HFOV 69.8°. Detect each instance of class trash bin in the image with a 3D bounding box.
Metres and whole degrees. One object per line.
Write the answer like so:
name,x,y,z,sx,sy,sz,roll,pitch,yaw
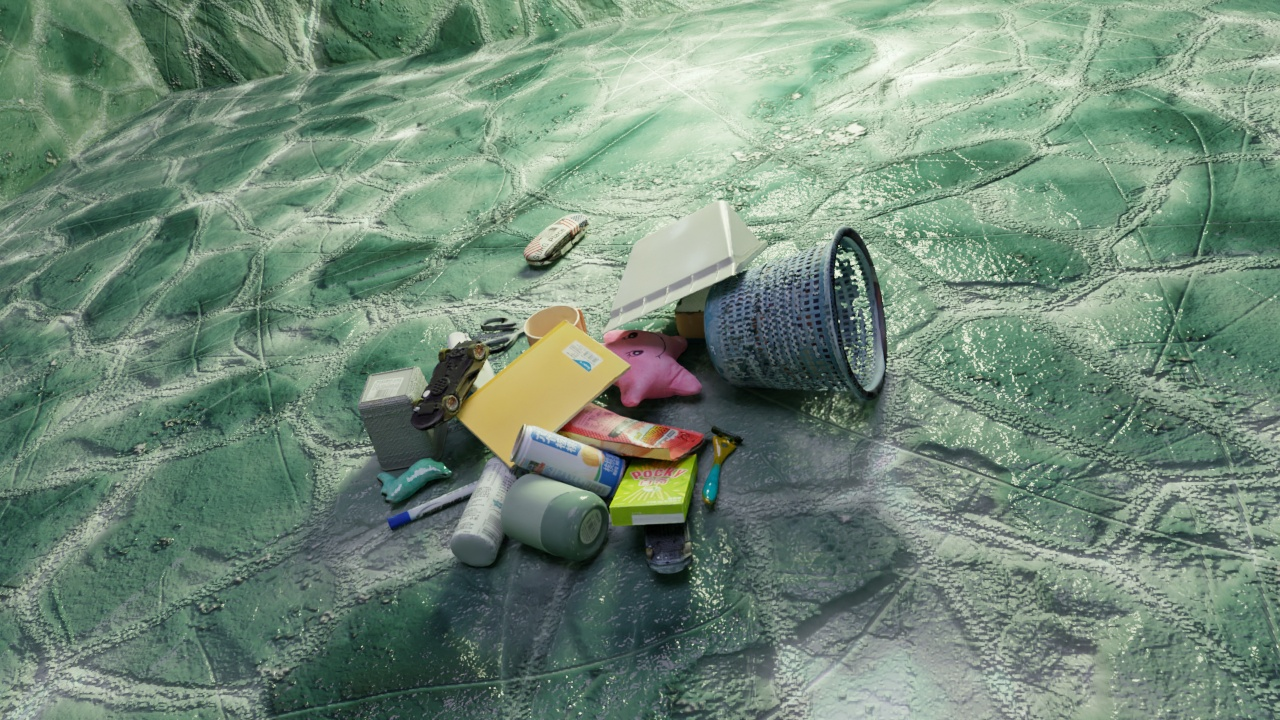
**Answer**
trash bin,0.200,-0.050,1.216,0.195,0.227,0.225,-8,34,30

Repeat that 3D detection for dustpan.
dustpan,0.084,-0.117,1.343,0.223,0.142,0.257,-23,37,27

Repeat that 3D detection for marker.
marker,-0.258,0.184,1.196,0.145,0.017,0.017,-22,36,-12

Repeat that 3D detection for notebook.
notebook,-0.133,0.039,1.213,0.206,0.010,0.146,-41,50,-18

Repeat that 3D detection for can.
can,-0.184,0.182,1.137,0.058,0.058,0.146,-2,36,16
can,-0.090,0.124,1.129,0.134,0.053,0.053,22,35,-11

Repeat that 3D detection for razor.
razor,0.094,0.134,1.134,0.043,0.028,0.132,24,38,-1

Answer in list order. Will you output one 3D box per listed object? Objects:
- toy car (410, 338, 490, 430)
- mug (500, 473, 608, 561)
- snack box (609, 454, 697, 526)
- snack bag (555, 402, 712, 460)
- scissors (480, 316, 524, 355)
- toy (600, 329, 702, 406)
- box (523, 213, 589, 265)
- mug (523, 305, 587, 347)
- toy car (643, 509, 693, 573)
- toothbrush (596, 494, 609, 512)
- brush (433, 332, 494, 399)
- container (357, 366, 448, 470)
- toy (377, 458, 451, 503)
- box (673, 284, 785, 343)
toy car,-0.257,0.033,1.236,0.070,0.042,0.157,-5,47,37
mug,-0.090,0.185,1.093,0.106,0.082,0.111,12,11,32
snack box,0.019,0.152,1.089,0.086,0.026,0.156,-5,13,11
snack bag,-0.024,0.093,1.191,0.208,0.073,0.128,10,11,29
scissors,-0.189,-0.053,1.503,0.178,0.014,0.159,13,43,31
toy,-0.008,0.008,1.295,0.178,0.075,0.194,4,30,-7
box,-0.154,-0.222,1.708,0.070,0.056,0.163,24,50,22
mug,-0.112,-0.024,1.355,0.082,0.106,0.114,5,39,24
toy car,0.031,0.201,1.051,0.054,0.037,0.120,-8,27,2
toothbrush,-0.089,0.149,1.191,0.016,0.014,0.189,-8,28,-38
brush,-0.205,0.068,1.269,0.060,0.110,0.314,-6,45,-35
container,-0.333,0.078,1.283,0.090,0.114,0.090,-10,35,5
toy,-0.313,0.160,1.238,0.091,0.030,0.096,-35,34,-31
box,0.134,-0.072,1.382,0.184,0.060,0.089,0,36,22
